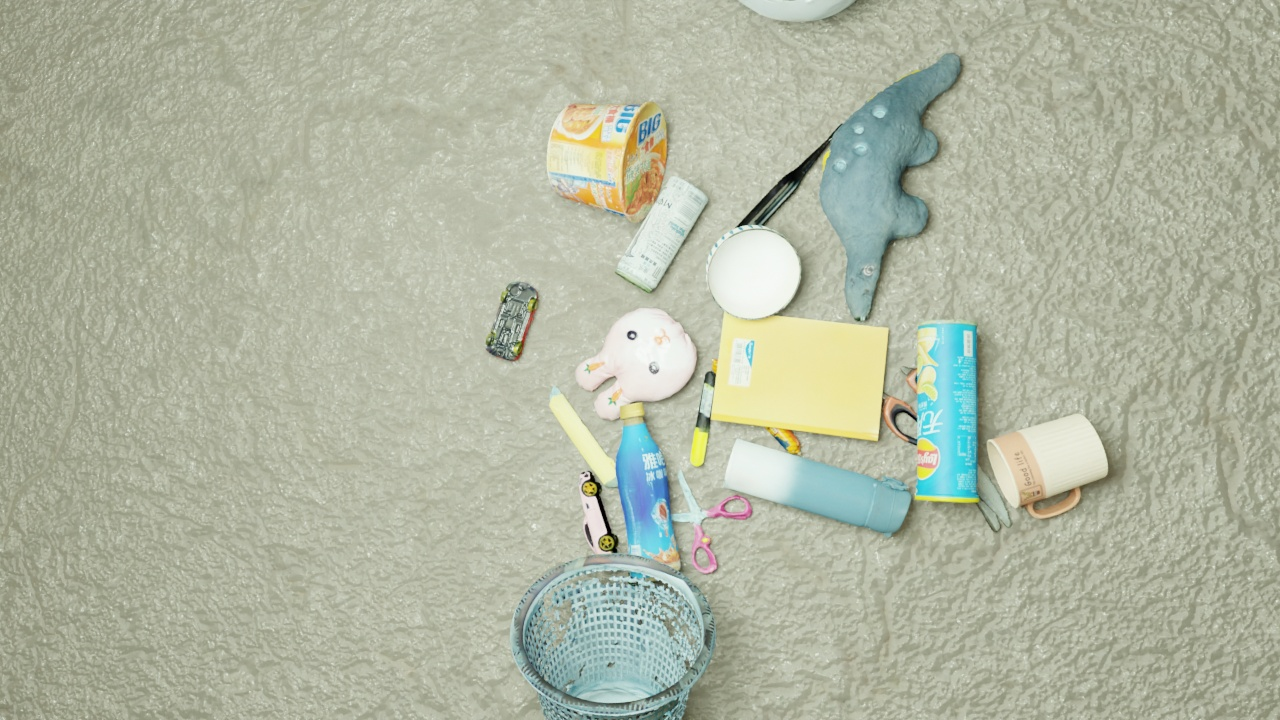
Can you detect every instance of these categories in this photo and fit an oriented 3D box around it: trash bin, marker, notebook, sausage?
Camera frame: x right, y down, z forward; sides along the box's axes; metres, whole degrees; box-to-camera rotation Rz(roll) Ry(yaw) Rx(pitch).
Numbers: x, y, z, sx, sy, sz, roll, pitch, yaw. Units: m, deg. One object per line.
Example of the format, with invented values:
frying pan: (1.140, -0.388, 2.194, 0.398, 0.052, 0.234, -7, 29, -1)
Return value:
trash bin: (-0.032, 0.371, 1.061, 0.227, 0.225, 0.195, 9, 123, 11)
marker: (0.081, 0.074, 1.177, 0.018, 0.015, 0.124, 8, 83, 11)
notebook: (0.199, 0.016, 1.144, 0.206, 0.010, 0.145, 6, 78, 8)
sausage: (0.146, 0.057, 1.161, 0.021, 0.021, 0.165, -43, 78, 4)

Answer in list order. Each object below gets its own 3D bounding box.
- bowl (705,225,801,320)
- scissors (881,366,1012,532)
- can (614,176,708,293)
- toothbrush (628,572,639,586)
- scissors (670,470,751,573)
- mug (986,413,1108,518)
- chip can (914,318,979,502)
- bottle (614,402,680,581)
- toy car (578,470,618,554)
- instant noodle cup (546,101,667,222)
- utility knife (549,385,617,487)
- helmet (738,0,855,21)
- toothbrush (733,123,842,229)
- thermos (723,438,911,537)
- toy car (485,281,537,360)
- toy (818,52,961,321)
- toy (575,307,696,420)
bowl: (0.137, -0.115, 1.147, 0.116, 0.066, 0.116, -1, 111, -3)
scissors: (0.369, 0.114, 1.117, 0.194, 0.015, 0.206, 6, 86, 10)
can: (0.027, -0.162, 1.186, 0.058, 0.058, 0.147, 32, 91, 12)
toothbrush: (-0.007, 0.198, 1.182, 0.017, 0.012, 0.185, 0, 85, 5)
scissors: (0.079, 0.200, 1.165, 0.136, 0.017, 0.133, -24, 77, 12)
mug: (0.475, 0.128, 1.068, 0.106, 0.081, 0.114, -20, 108, 7)
chip can: (0.360, 0.060, 1.079, 0.071, 0.071, 0.210, 1, 84, 11)
bottle: (0.004, 0.162, 1.148, 0.065, 0.065, 0.218, -9, 86, 10)
toy car: (-0.057, 0.201, 1.170, 0.037, 0.056, 0.122, -18, 81, 1)
instant noodle cup: (-0.044, -0.259, 1.170, 0.111, 0.151, 0.151, 14, 87, 20)
utility knife: (-0.074, 0.101, 1.202, 0.031, 0.018, 0.162, -37, 81, 1)
helmet: (0.192, -0.529, 1.146, 0.259, 0.146, 0.229, 26, 89, 20)
toothbrush: (0.189, -0.223, 1.179, 0.212, 0.026, 0.027, -46, 112, 2)
thermos: (0.214, 0.153, 1.118, 0.220, 0.070, 0.070, 14, 87, 12)
toy car: (-0.169, -0.053, 1.227, 0.049, 0.031, 0.106, 17, 89, 11)
toy: (0.293, -0.228, 1.133, 0.137, 0.091, 0.356, 17, 89, -16)
toy: (-0.007, 0.007, 1.182, 0.160, 0.054, 0.121, -38, 79, 13)
